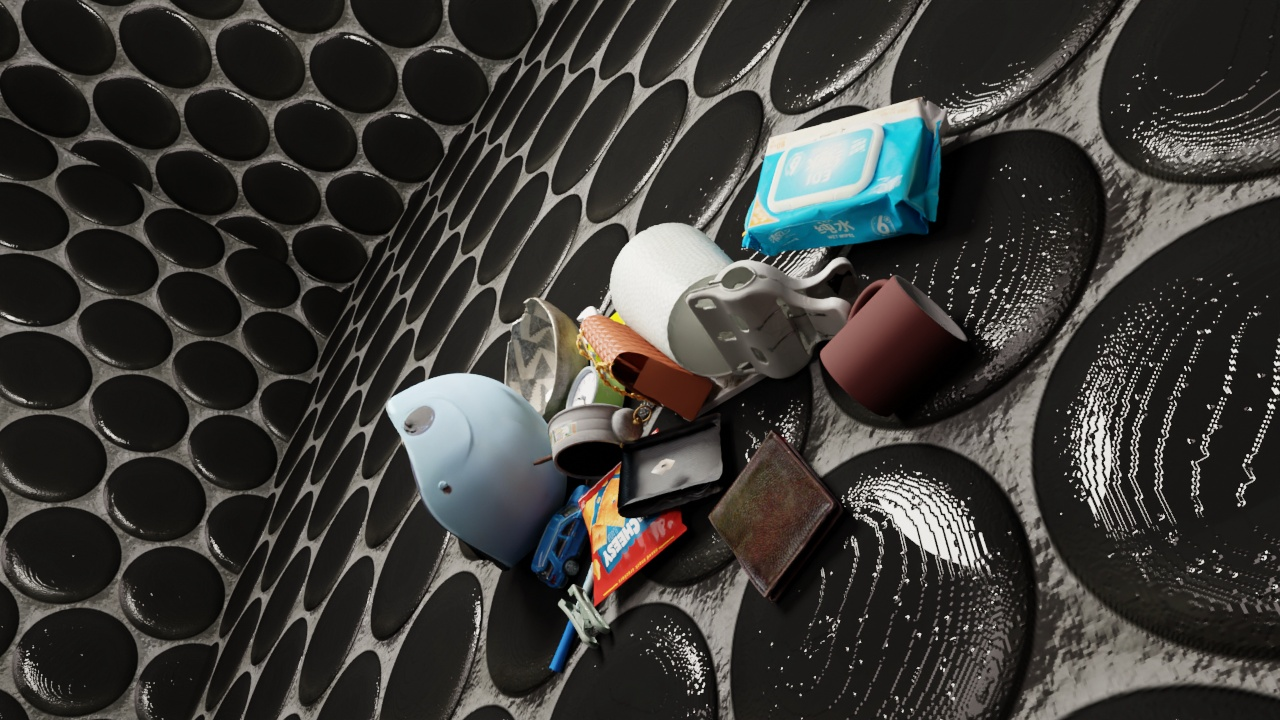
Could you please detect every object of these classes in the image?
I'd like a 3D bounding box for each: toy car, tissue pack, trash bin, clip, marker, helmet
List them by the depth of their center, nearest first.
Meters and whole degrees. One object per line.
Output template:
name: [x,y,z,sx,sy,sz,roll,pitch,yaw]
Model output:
clip: [0.126,-0.039,0.817,0.144,0.125,0.075,-15,50,24]
tissue pack: [0.184,-0.164,0.853,0.210,0.066,0.116,-3,64,48]
clip: [-0.056,0.259,0.927,0.045,0.023,0.076,-54,34,3]
trash bin: [0.053,-0.059,0.940,0.133,0.133,0.161,-56,24,9]
marker: [-0.063,0.257,0.966,0.013,0.013,0.141,-10,54,59]
toy car: [-0.081,0.195,1.028,0.120,0.043,0.056,-63,22,-11]
helmet: [-0.190,0.116,1.117,0.166,0.225,0.265,-39,56,-7]

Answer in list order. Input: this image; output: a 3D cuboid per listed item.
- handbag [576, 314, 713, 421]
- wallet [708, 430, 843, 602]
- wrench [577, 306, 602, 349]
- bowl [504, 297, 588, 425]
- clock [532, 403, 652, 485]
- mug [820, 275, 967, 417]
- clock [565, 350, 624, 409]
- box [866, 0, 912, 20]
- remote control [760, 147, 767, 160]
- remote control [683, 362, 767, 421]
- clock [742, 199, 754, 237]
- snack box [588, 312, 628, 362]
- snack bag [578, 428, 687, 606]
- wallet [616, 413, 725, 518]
handbag: [-0.005,0.006,0.989,0.060,0.109,0.172,-61,19,7]
wallet: [0.111,0.127,0.763,0.099,0.031,0.120,-58,28,12]
wrench: [-0.041,-0.016,1.212,0.066,0.018,0.273,-59,26,3]
bowl: [-0.116,0.009,1.234,0.179,0.081,0.178,-18,70,61]
clock: [-0.042,0.084,1.011,0.148,0.104,0.056,-32,46,36]
mug: [0.189,-0.020,0.714,0.083,0.073,0.105,-49,31,22]
clock: [-0.059,0.057,1.124,0.119,0.042,0.094,-66,25,10]
box: [0.213,-0.571,1.187,0.167,0.379,0.172,6,85,63]
remote control: [0.176,-0.235,1.045,0.030,0.009,0.140,-58,25,5]
remote control: [0.091,0.015,0.936,0.136,0.011,0.050,-35,35,43]
clock: [0.154,-0.168,0.982,0.099,0.043,0.130,-65,18,-11]
snack box: [-0.005,-0.054,1.147,0.148,0.029,0.040,-40,30,21]
snack bag: [-0.011,0.158,0.937,0.131,0.039,0.144,-44,34,21]
wallet: [0.031,0.103,0.897,0.115,0.026,0.089,-19,38,19]
